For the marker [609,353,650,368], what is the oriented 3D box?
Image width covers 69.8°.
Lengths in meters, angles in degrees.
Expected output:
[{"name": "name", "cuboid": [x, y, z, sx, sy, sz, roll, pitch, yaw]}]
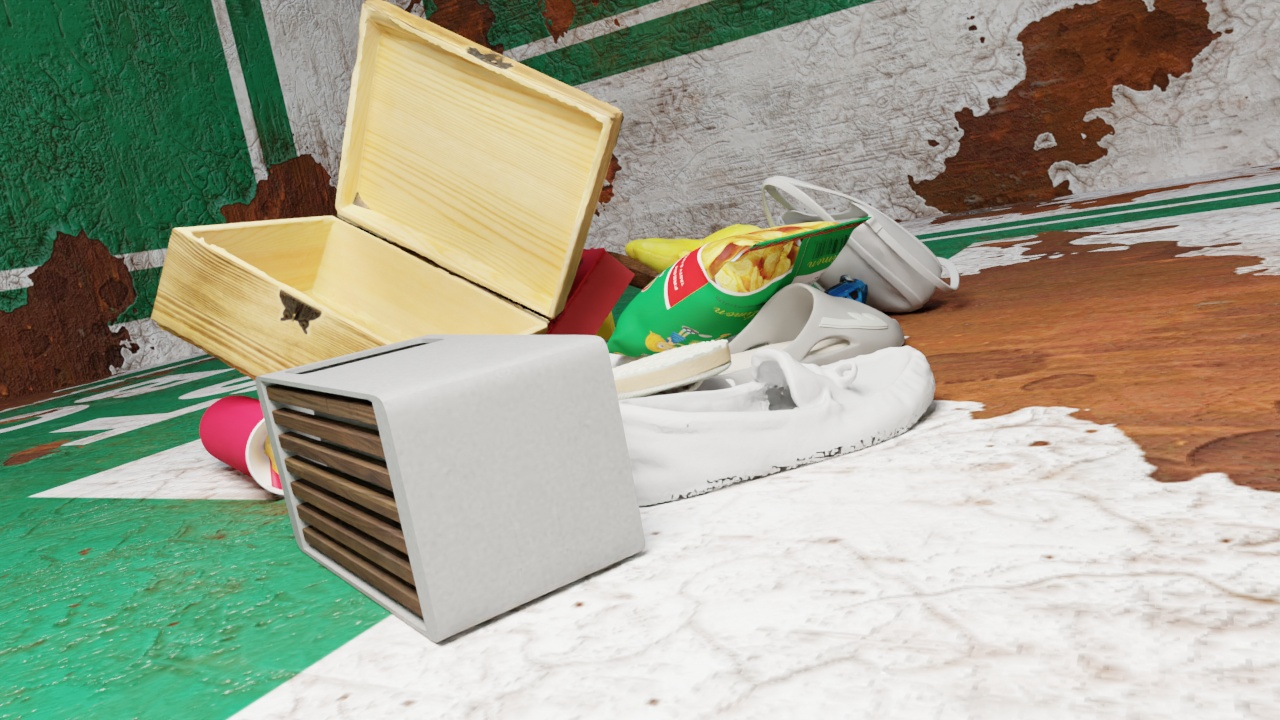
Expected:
[{"name": "marker", "cuboid": [-0.006, 0.006, 0.974, 0.027, 0.023, 0.133, -40, 23, -26]}]

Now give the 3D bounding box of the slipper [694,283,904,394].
[{"name": "slipper", "cuboid": [0.139, -0.026, 0.821, 0.265, 0.080, 0.113, -18, 9, -39]}]

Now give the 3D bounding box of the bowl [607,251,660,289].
[{"name": "bowl", "cuboid": [0.003, -0.105, 1.155, 0.114, 0.026, 0.102, 13, 16, -33]}]

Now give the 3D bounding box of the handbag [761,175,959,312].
[{"name": "handbag", "cuboid": [0.233, -0.145, 1.043, 0.095, 0.222, 0.216, -58, 24, -10]}]

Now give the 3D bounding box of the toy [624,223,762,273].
[{"name": "toy", "cuboid": [0.087, -0.120, 1.108, 0.207, 0.092, 0.134, 1, 11, -12]}]

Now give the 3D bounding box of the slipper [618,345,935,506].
[{"name": "slipper", "cuboid": [0.089, 0.030, 0.605, 0.246, 0.075, 0.112, -13, 25, -23]}]

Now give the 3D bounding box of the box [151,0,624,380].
[{"name": "box", "cuboid": [-0.207, -0.139, 0.857, 0.279, 0.335, 0.285, 25, 16, 10]}]

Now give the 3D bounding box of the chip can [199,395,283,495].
[{"name": "chip can", "cuboid": [-0.337, 0.070, 0.816, 0.069, 0.069, 0.221, -17, 11, -33]}]

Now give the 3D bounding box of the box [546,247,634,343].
[{"name": "box", "cuboid": [-0.076, -0.041, 1.146, 0.153, 0.164, 0.214, 33, -8, -21]}]

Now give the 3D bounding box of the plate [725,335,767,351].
[{"name": "plate", "cuboid": [0.081, -0.013, 1.023, 0.134, 0.011, 0.134, -10, 9, 2]}]

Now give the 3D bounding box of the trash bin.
[{"name": "trash bin", "cuboid": [-0.118, 0.054, 0.517, 0.114, 0.114, 0.229, -17, 11, -34]}]

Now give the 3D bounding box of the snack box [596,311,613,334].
[{"name": "snack box", "cuboid": [-0.085, -0.058, 1.329, 0.083, 0.061, 0.106, -12, 10, -7]}]

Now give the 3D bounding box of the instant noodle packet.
[{"name": "instant noodle packet", "cuboid": [0.085, -0.071, 0.921, 0.195, 0.090, 0.254, -19, -10, -45]}]

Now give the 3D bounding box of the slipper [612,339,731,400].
[{"name": "slipper", "cuboid": [-0.029, 0.035, 0.735, 0.114, 0.052, 0.264, -21, 3, -39]}]

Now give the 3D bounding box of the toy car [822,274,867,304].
[{"name": "toy car", "cuboid": [0.213, -0.051, 0.987, 0.044, 0.056, 0.119, 22, 31, 29]}]
